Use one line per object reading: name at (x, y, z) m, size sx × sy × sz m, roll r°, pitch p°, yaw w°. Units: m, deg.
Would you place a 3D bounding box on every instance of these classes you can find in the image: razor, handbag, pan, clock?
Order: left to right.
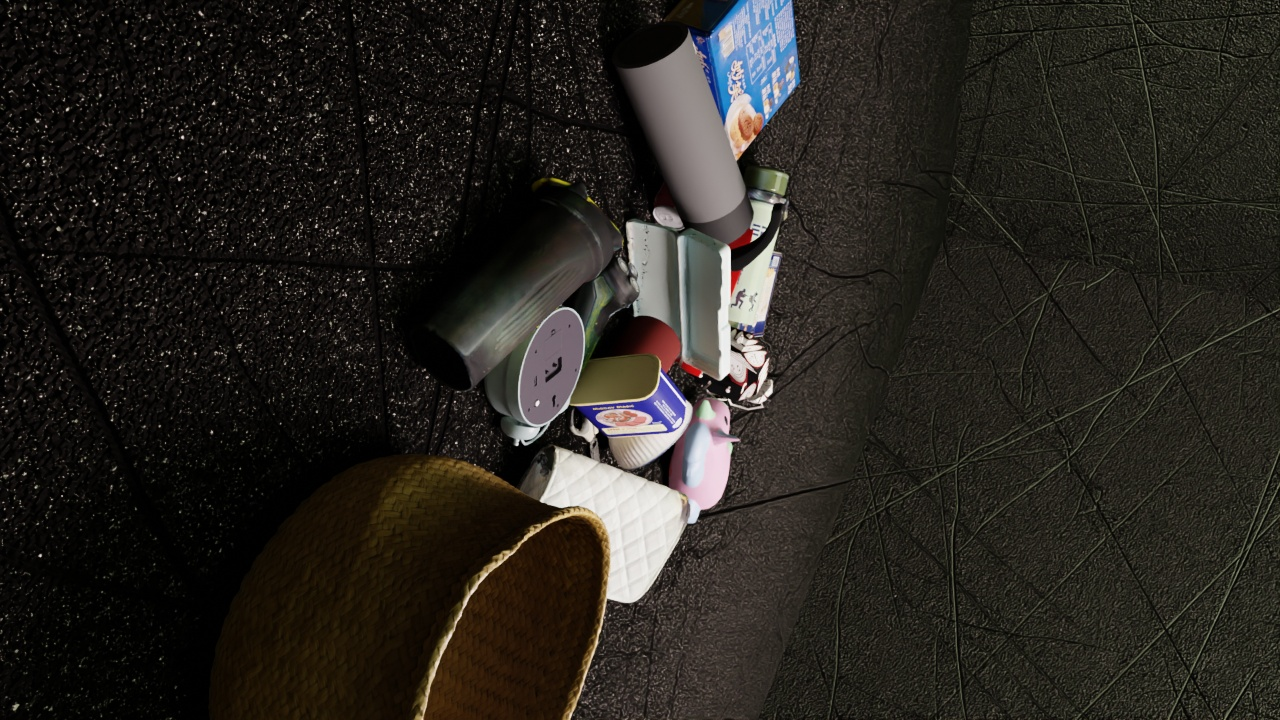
clock at (-0.105, 0.013, 0.923) m, size 0.122 × 0.045 × 0.159 m, roll -43°, pitch 143°, yaw -51°
handbag at (-0.053, 0.178, 1.013) m, size 0.194 × 0.072 × 0.139 m, roll 26°, pitch 99°, yaw -32°
razor at (-0.049, -0.040, 0.993) m, size 0.054 × 0.067 × 0.151 m, roll 14°, pitch 101°, yaw -62°
pan at (0.109, -0.109, 1.168) m, size 0.357 × 0.067 × 0.208 m, roll 106°, pitch 4°, yaw -67°
clock at (0.138, 0.025, 1.389) m, size 0.064 × 0.115 × 0.155 m, roll -55°, pitch 134°, yaw -37°

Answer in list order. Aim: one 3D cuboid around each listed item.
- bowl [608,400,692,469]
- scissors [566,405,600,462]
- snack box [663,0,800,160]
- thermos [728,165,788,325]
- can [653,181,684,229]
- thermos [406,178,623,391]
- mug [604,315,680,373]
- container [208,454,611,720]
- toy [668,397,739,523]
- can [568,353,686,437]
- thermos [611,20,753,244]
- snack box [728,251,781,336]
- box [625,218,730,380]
bowl at (0.001, 0.074, 1.155) m, size 0.062 × 0.118 × 0.117 m, roll 49°, pitch 51°, yaw -17°
scissors at (-0.066, 0.099, 1.114) m, size 0.120 × 0.013 × 0.171 m, roll -20°, pitch 125°, yaw -58°
snack box at (0.116, -0.368, 1.100) m, size 0.154 × 0.069 × 0.203 m, roll -53°, pitch 152°, yaw -17°
thermos at (0.164, -0.172, 1.363) m, size 0.082 × 0.082 × 0.231 m, roll 1°, pitch 105°, yaw -67°
can at (0.054, -0.210, 1.123) m, size 0.096 × 0.054 × 0.054 m, roll -63°, pitch 155°, yaw -23°
thermos at (-0.107, -0.072, 0.809) m, size 0.220 × 0.098 × 0.098 m, roll -50°, pitch 148°, yaw -33°
mug at (-0.007, 0.007, 1.126) m, size 0.082 × 0.073 × 0.106 m, roll -56°, pitch 180°, yaw -36°
container at (-0.175, 0.231, 0.719) m, size 0.305 × 0.197 × 0.307 m, roll -46°, pitch 144°, yaw -50°
toy at (0.088, 0.157, 1.395) m, size 0.171 × 0.120 × 0.222 m, roll -22°, pitch 125°, yaw -74°
can at (-0.015, 0.043, 1.034) m, size 0.092 × 0.116 × 0.056 m, roll 51°, pitch 40°, yaw -51°
thermos at (0.052, -0.236, 0.993) m, size 0.082 × 0.082 × 0.240 m, roll -60°, pitch 140°, yaw -30°
snack box at (0.175, -0.110, 1.484) m, size 0.144 × 0.043 × 0.145 m, roll -8°, pitch 112°, yaw -65°
box at (0.049, -0.073, 1.097) m, size 0.040 × 0.135 × 0.197 m, roll -42°, pitch 143°, yaw -35°
